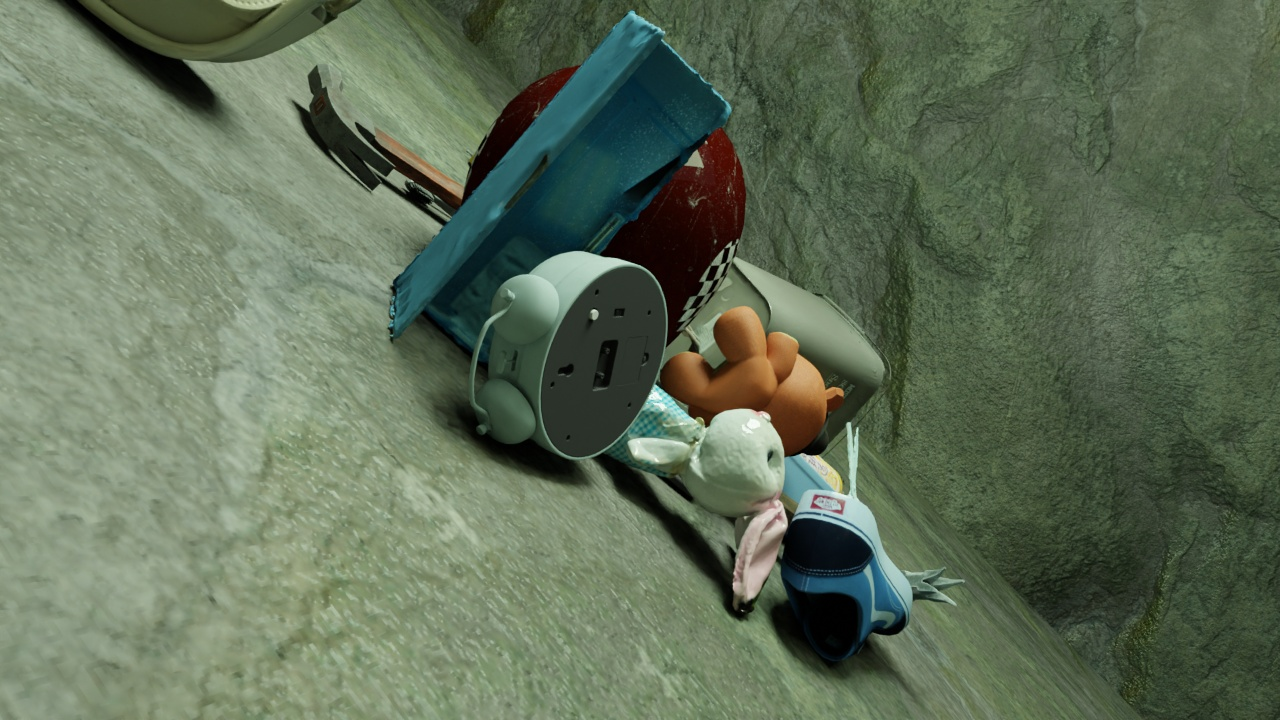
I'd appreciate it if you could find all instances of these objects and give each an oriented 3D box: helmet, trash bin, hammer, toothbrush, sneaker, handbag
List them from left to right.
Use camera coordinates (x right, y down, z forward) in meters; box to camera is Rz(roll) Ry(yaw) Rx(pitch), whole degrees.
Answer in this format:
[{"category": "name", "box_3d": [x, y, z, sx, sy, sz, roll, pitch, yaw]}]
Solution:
[{"category": "handbag", "box_3d": [-0.297, -0.283, 0.545, 0.229, 0.184, 0.131, 59, 9, -17]}, {"category": "hammer", "box_3d": [-0.163, -0.146, 0.829, 0.300, 0.028, 0.111, 32, 25, -44]}, {"category": "toothbrush", "box_3d": [-0.168, -0.136, 0.884, 0.013, 0.013, 0.167, 59, 16, 27]}, {"category": "helmet", "box_3d": [-0.028, -0.101, 0.737, 0.233, 0.254, 0.233, 30, 24, 1]}, {"category": "trash bin", "box_3d": [0.137, -0.006, 1.086, 0.220, 0.198, 0.197, 25, 22, -45]}, {"category": "hammer", "box_3d": [0.112, 0.121, 0.791, 0.317, 0.028, 0.147, 36, -25, -15]}, {"category": "sneaker", "box_3d": [0.155, 0.194, 0.724, 0.083, 0.098, 0.241, 9, -28, 29]}]

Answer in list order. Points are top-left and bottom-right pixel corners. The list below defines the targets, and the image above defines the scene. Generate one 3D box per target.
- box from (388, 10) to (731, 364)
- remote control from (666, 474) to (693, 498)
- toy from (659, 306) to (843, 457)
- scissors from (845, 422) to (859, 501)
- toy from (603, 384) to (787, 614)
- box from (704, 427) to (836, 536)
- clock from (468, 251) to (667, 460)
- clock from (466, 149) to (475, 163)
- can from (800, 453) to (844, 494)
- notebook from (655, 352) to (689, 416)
[{"category": "box", "box_3d": [-0.050, -0.092, 0.549, 0.094, 0.232, 0.110, 42, 12, -13]}, {"category": "remote control", "box_3d": [0.003, 0.070, 0.732, 0.124, 0.009, 0.046, 40, 11, -22]}, {"category": "toy", "box_3d": [0.103, 0.033, 0.781, 0.176, 0.112, 0.096, 43, 17, -25]}, {"category": "scissors", "box_3d": [0.220, 0.145, 0.970, 0.108, 0.016, 0.179, 12, 76, -57]}, {"category": "toy", "box_3d": [0.041, 0.062, 0.657, 0.205, 0.106, 0.131, 46, 7, 3]}, {"category": "box", "box_3d": [0.124, 0.123, 0.881, 0.210, 0.069, 0.064, 44, -32, -20]}, {"category": "clock", "box_3d": [-0.043, -0.003, 0.546, 0.045, 0.123, 0.159, 21, 16, 32]}, {"category": "clock", "box_3d": [-0.161, -0.231, 1.190, 0.152, 0.052, 0.113, 46, 9, 37]}, {"category": "can", "box_3d": [0.163, 0.121, 0.986, 0.105, 0.068, 0.067, 40, 11, -26]}, {"category": "notebook", "box_3d": [-0.005, 0.005, 0.913, 0.169, 0.029, 0.209, 35, 17, -33]}]
